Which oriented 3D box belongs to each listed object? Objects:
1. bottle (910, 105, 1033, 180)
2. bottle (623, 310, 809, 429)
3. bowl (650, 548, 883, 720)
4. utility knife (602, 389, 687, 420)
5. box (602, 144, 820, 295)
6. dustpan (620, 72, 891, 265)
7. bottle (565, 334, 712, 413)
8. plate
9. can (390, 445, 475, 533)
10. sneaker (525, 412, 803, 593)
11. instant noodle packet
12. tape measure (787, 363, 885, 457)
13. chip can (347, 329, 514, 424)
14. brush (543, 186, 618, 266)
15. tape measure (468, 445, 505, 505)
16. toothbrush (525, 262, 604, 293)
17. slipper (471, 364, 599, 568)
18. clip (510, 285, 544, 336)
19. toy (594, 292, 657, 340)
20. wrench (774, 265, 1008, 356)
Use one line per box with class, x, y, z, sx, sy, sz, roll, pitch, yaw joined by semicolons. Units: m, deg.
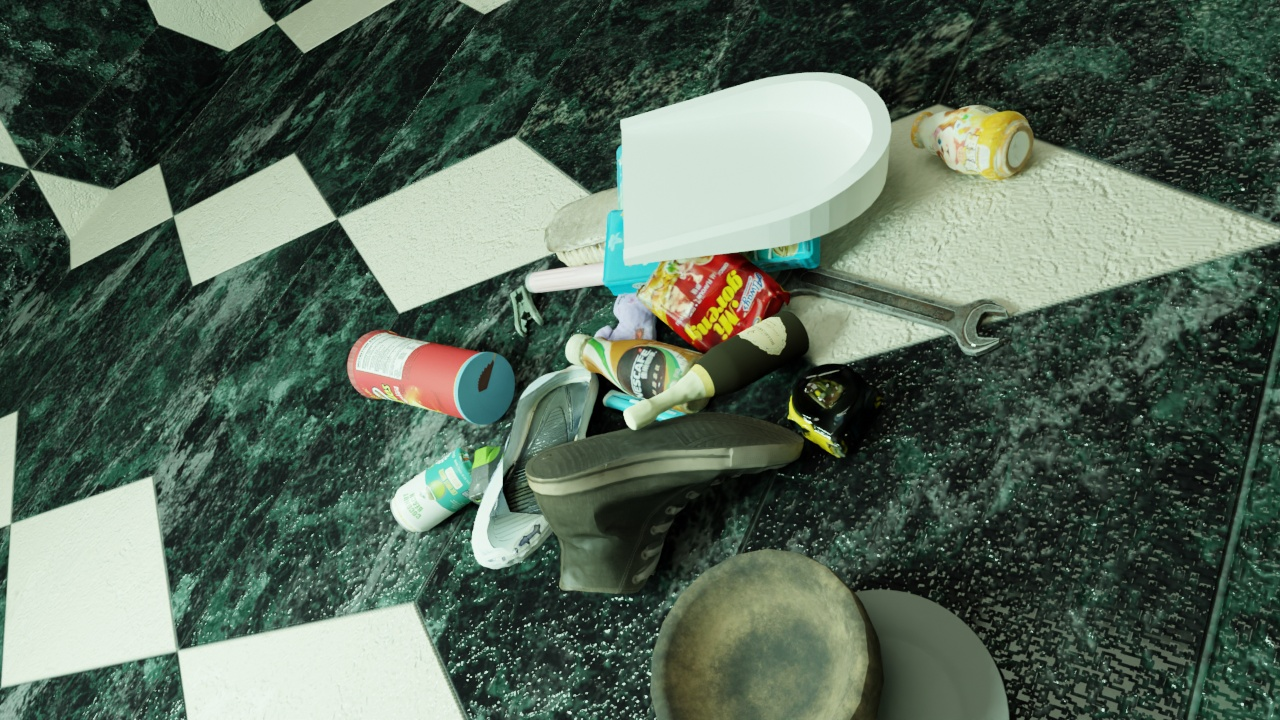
bottle;0.307;-0.207;0.858;0.063;0.063;0.109;-49;41;-8
bottle;0.066;0.013;0.817;0.184;0.045;0.045;-27;38;-20
bowl;0.093;0.220;0.639;0.162;0.070;0.162;-20;46;23
utility knife;0.018;0.050;0.901;0.141;0.015;0.022;12;38;40
box;0.072;-0.167;0.955;0.227;0.039;0.181;-6;70;25
dustpan;0.106;-0.197;0.884;0.258;0.053;0.191;-6;56;7
bottle;-0.005;0.005;0.910;0.167;0.059;0.059;17;67;38
plate;0.161;0.245;0.631;0.179;0.012;0.178;-20;46;23
can;-0.210;0.137;0.969;0.102;0.055;0.055;-34;42;9
sneaker;0.029;0.120;0.786;0.234;0.120;0.095;-14;19;-12
instant noodle packet;0.067;-0.064;0.889;0.135;0.039;0.099;40;100;19
tape measure;0.162;0.038;0.779;0.072;0.042;0.071;25;73;46
chip can;-0.248;0.017;1.075;0.214;0.087;0.086;10;62;40
brush;0.009;-0.167;1.053;0.272;0.056;0.083;-10;55;30
tape measure;-0.148;0.120;0.933;0.036;0.058;0.065;-23;48;27
toothbrush;-0.042;-0.100;1.061;0.223;0.027;0.026;-3;29;34
slipper;-0.088;0.104;0.903;0.111;0.063;0.263;-19;35;19
clip;-0.138;-0.060;1.103;0.037;0.023;0.075;-35;40;11
toy;-0.012;-0.042;0.981;0.080;0.036;0.099;-12;51;29
wrench;0.211;-0.060;0.848;0.274;0.010;0.070;24;72;46
